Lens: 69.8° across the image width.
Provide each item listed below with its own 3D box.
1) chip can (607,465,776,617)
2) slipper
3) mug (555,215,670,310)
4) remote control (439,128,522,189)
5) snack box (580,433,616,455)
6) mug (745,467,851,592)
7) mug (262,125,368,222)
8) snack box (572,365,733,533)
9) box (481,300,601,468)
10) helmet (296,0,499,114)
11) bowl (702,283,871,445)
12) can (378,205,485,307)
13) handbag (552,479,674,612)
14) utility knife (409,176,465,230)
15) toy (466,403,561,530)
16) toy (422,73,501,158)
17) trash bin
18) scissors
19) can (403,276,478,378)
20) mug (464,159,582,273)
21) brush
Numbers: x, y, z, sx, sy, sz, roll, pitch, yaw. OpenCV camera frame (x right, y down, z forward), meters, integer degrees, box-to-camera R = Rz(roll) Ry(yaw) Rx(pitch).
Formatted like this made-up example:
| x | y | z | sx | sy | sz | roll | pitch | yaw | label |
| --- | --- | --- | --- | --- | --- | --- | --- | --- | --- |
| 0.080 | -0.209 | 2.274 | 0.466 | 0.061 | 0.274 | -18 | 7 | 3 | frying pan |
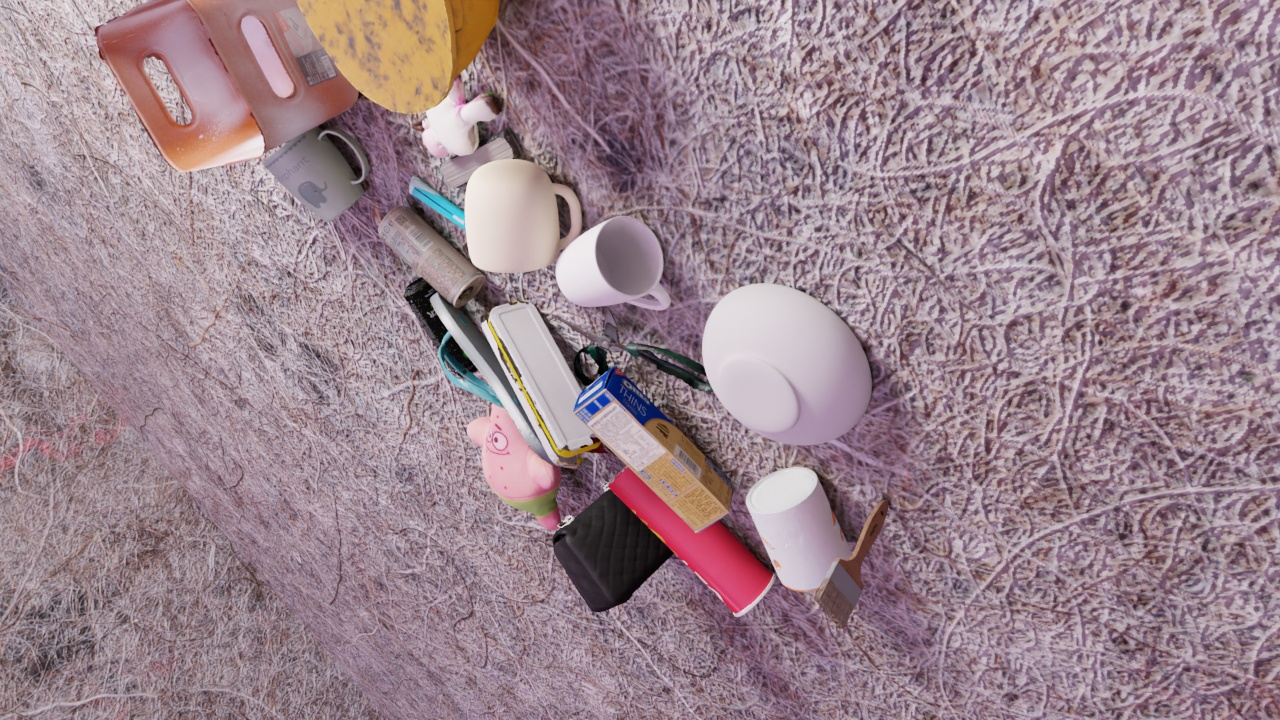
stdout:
| x | y | z | sx | sy | sz | roll | pitch | yaw | label |
| --- | --- | --- | --- | --- | --- | --- | --- | --- | --- |
| 0.061 | 0.205 | 1.108 | 0.220 | 0.069 | 0.069 | 45 | 143 | 3 | chip can |
| -0.183 | 0.031 | 1.109 | 0.268 | 0.055 | 0.098 | 51 | -173 | 21 | slipper |
| -0.023 | -0.085 | 0.927 | 0.114 | 0.080 | 0.088 | 39 | 153 | -24 | mug |
| -0.175 | -0.218 | 0.997 | 0.137 | 0.013 | 0.033 | -9 | 116 | 49 | remote control |
| -0.066 | 0.078 | 1.113 | 0.122 | 0.072 | 0.072 | -1 | 122 | 43 | snack box |
| 0.168 | 0.178 | 0.970 | 0.082 | 0.082 | 0.105 | -4 | 119 | 45 | mug |
| -0.391 | -0.238 | 1.141 | 0.111 | 0.084 | 0.104 | -29 | 114 | 23 | mug |
| 0.017 | 0.100 | 1.031 | 0.056 | 0.057 | 0.207 | -37 | 106 | 28 | snack box |
| -0.118 | 0.026 | 1.064 | 0.070 | 0.067 | 0.210 | -46 | 64 | 33 | box |
| -0.208 | -0.359 | 0.804 | 0.206 | 0.131 | 0.255 | -11 | 115 | 47 | helmet |
| 0.126 | 0.017 | 0.877 | 0.177 | 0.066 | 0.177 | 26 | 138 | 25 | bowl |
| -0.256 | -0.128 | 1.122 | 0.135 | 0.054 | 0.054 | 42 | 143 | 5 | can |
| -0.036 | 0.229 | 1.160 | 0.125 | 0.153 | 0.115 | 51 | 146 | 2 | handbag |
| -0.202 | -0.163 | 1.073 | 0.176 | 0.015 | 0.022 | 34 | 116 | 14 | utility knife |
| -0.161 | 0.113 | 1.217 | 0.192 | 0.096 | 0.237 | 23 | 126 | 45 | toy |
| -0.196 | -0.255 | 0.964 | 0.079 | 0.037 | 0.123 | 48 | 138 | -6 | toy |
| -0.471 | -0.337 | 1.056 | 0.260 | 0.157 | 0.182 | 3 | 125 | 41 | trash bin |
| -0.006 | 0.006 | 1.016 | 0.203 | 0.015 | 0.202 | 23 | 156 | 8 | scissors |
| -0.253 | -0.045 | 1.193 | 0.054 | 0.053 | 0.138 | -9 | 117 | 47 | can |
| -0.121 | -0.155 | 0.944 | 0.120 | 0.096 | 0.100 | -1 | 121 | -1 | mug |
| 0.210 | 0.188 | 0.887 | 0.045 | 0.142 | 0.008 | 49 | 145 | -17 | brush |
